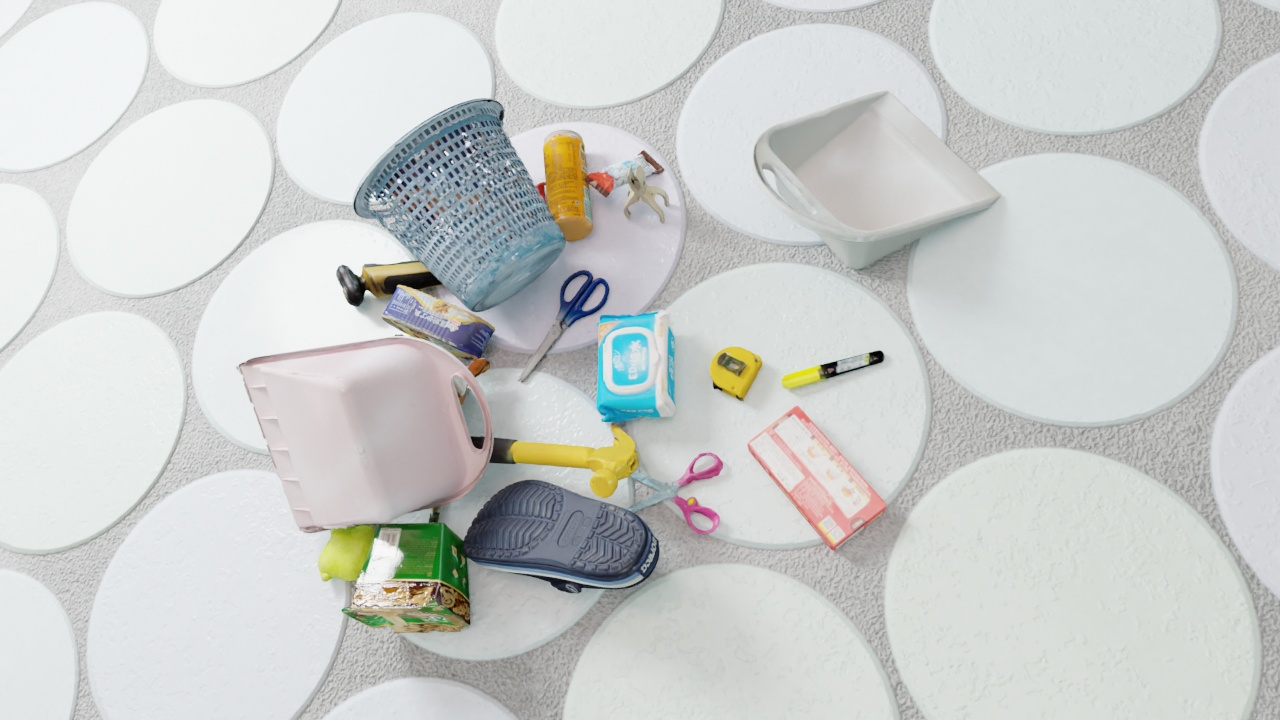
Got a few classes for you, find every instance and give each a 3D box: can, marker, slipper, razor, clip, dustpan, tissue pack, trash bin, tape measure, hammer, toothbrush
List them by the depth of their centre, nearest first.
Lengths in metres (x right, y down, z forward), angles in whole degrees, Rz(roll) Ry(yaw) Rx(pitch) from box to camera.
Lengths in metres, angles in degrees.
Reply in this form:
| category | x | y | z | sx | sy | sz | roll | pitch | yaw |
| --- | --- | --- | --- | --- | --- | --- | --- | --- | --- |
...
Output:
| category | x | y | z | sx | sy | sz | roll | pitch | yaw |
| --- | --- | --- | --- | --- | --- | --- | --- | --- | --- |
| slipper | -0.081 | 0.202 | 1.016 | 0.253 | 0.095 | 0.104 | 0 | 50 | 36 |
| dustpan | -0.307 | 0.083 | 1.056 | 0.274 | 0.138 | 0.223 | 1 | 110 | 41 |
| hammer | -0.145 | 0.107 | 1.070 | 0.301 | 0.128 | 0.033 | 2 | 110 | 19 |
| marker | 0.225 | 0.011 | 1.073 | 0.124 | 0.015 | 0.018 | -16 | 65 | 3 |
| tape measure | 0.111 | 0.011 | 1.090 | 0.057 | 0.029 | 0.060 | 26 | 75 | 22 |
| dustpan | 0.264 | -0.230 | 1.098 | 0.257 | 0.143 | 0.222 | -35 | 65 | -2 |
| tissue pack | -0.007 | 0.006 | 1.100 | 0.090 | 0.063 | 0.139 | -4 | 67 | 11 |
| toothbrush | -0.238 | 0.114 | 1.132 | 0.012 | 0.017 | 0.185 | 5 | 69 | 7 |
| trash bin | -0.207 | -0.177 | 1.143 | 0.226 | 0.226 | 0.195 | -37 | 88 | -4 |
| can | -0.260 | -0.047 | 1.176 | 0.148 | 0.074 | 0.049 | 22 | 77 | 18 |
| clip | -0.007 | -0.214 | 1.185 | 0.096 | 0.101 | 0.035 | -2 | 65 | 41 |
| can | -0.098 | -0.234 | 1.226 | 0.058 | 0.058 | 0.145 | -10 | 65 | 8 |
| razor | -0.323 | -0.108 | 1.229 | 0.167 | 0.062 | 0.067 | -8 | 34 | 4 |

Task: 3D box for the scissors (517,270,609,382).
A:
| category | x | y | z | sx | sy | sz | roll | pitch | yaw |
| --- | --- | --- | --- | --- | --- | --- | --- | --- | --- |
| scissors | -0.095 | -0.037 | 1.168 | 0.106 | 0.012 | 0.174 | 7 | 70 | 16 |

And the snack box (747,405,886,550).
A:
| category | x | y | z | sx | sy | sz | roll | pitch | yaw |
| --- | --- | --- | --- | --- | --- | --- | --- | --- | --- |
| snack box | 0.194 | 0.129 | 1.022 | 0.075 | 0.025 | 0.153 | -37 | 65 | -5 |

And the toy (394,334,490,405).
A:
| category | x | y | z | sx | sy | sz | roll | pitch | yaw |
| --- | --- | --- | --- | --- | --- | --- | --- | --- | --- |
| toy | -0.294 | 0.027 | 1.116 | 0.200 | 0.130 | 0.139 | 0 | 29 | 21 |

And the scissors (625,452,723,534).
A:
| category | x | y | z | sx | sy | sz | roll | pitch | yaw |
| --- | --- | --- | --- | --- | --- | --- | --- | --- | --- |
| scissors | 0.041 | 0.145 | 1.058 | 0.133 | 0.017 | 0.125 | 24 | 76 | 25 |

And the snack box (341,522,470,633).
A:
| category | x | y | z | sx | sy | sz | roll | pitch | yaw |
| --- | --- | --- | --- | --- | --- | --- | --- | --- | --- |
| snack box | -0.253 | 0.241 | 1.030 | 0.118 | 0.118 | 0.105 | -4 | 62 | 8 |

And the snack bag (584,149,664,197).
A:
| category | x | y | z | sx | sy | sz | roll | pitch | yaw |
| --- | --- | --- | --- | --- | --- | --- | --- | --- | --- |
| snack bag | -0.020 | -0.250 | 1.221 | 0.104 | 0.026 | 0.048 | -30 | 64 | -33 |

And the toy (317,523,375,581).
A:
| category | x | y | z | sx | sy | sz | roll | pitch | yaw |
| --- | --- | --- | --- | --- | --- | --- | --- | --- | --- |
| toy | -0.351 | 0.217 | 1.107 | 0.097 | 0.031 | 0.100 | -31 | 60 | 2 |

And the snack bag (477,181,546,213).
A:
| category | x | y | z | sx | sy | sz | roll | pitch | yaw |
| --- | --- | --- | --- | --- | --- | --- | --- | --- | --- |
| snack bag | -0.173 | -0.217 | 1.254 | 0.105 | 0.026 | 0.045 | -12 | 68 | 10 |
